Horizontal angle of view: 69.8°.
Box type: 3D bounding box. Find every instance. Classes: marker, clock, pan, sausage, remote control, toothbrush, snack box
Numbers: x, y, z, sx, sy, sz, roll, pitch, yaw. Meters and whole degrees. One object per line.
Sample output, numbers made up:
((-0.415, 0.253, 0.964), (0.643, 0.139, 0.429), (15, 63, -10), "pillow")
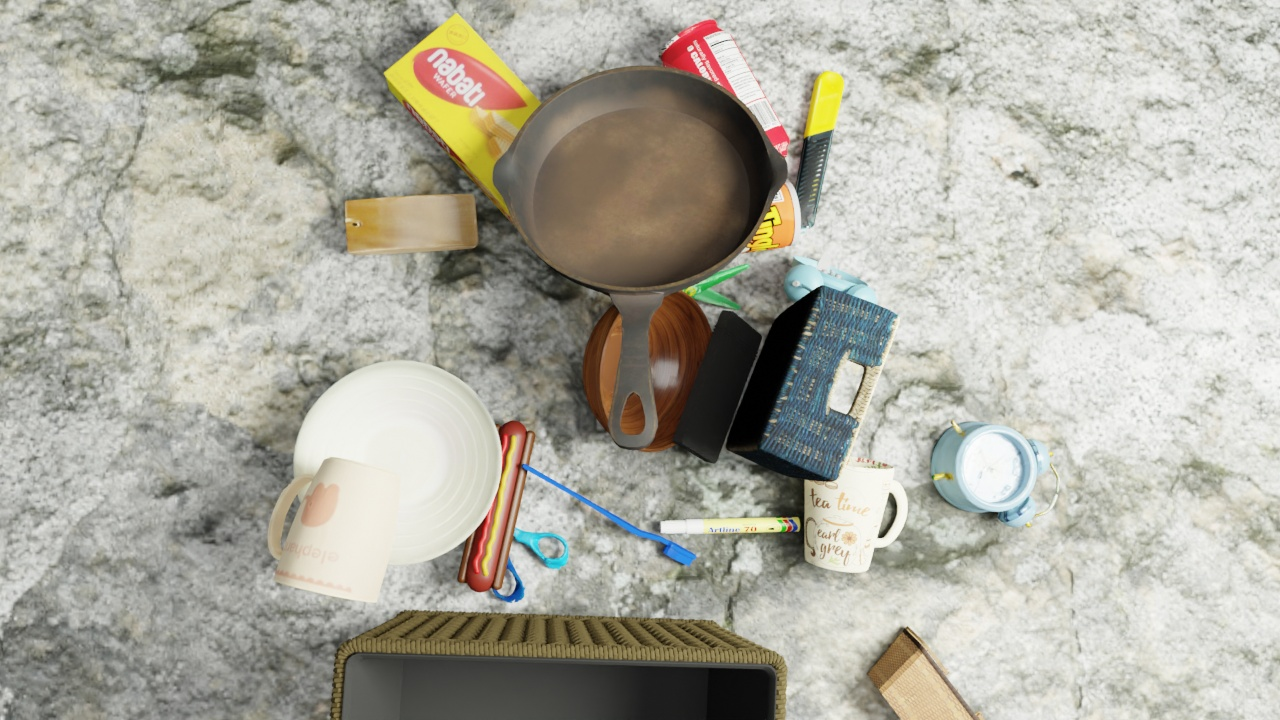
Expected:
((0.084, 0.156, 0.867), (0.132, 0.014, 0.014), (0, 86, -6), "marker")
((0.173, -0.067, 0.838), (0.087, 0.123, 0.042), (19, 106, -5), "clock")
((-0.002, -0.092, 0.766), (0.249, 0.043, 0.355), (0, 66, 3), "pan")
((-0.129, 0.130, 0.825), (0.040, 0.040, 0.155), (12, 77, -5), "sausage")
((0.072, 0.024, 0.851), (0.058, 0.013, 0.133), (35, 72, -43), "remote control")
((-0.029, 0.142, 0.840), (0.186, 0.016, 0.011), (30, 90, -14), "toothbrush")
((0.342, 0.107, 0.879), (0.124, 0.052, 0.088), (22, 82, -4), "clock")
((-0.136, -0.216, 0.855), (0.092, 0.042, 0.200), (-43, 92, -9), "snack box")

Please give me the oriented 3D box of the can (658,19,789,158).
((0.079, -0.240, 0.863), (0.074, 0.074, 0.142), (-29, 90, -8), "can")

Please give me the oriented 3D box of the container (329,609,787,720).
((-0.067, 0.298, 0.743), (0.321, 0.205, 0.176), (4, 85, -6), "container")

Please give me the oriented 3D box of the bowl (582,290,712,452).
((-0.005, 0.005, 0.831), (0.147, 0.069, 0.147), (-8, 102, -44), "bowl")

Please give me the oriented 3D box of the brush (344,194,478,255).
((-0.209, -0.123, 0.842), (0.117, 0.039, 0.049), (-5, 86, -6), "brush")

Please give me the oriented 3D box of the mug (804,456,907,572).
((0.205, 0.143, 0.861), (0.121, 0.081, 0.097), (5, 93, -32), "mug")

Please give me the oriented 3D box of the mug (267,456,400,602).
((-0.252, 0.133, 0.746), (0.112, 0.085, 0.104), (8, 74, 23), "mug")

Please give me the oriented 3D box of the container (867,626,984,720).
((0.267, 0.316, 0.854), (0.061, 0.063, 0.114), (-37, 91, 0), "container")

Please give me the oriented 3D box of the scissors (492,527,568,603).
((-0.136, 0.162, 0.843), (0.135, 0.015, 0.086), (43, 82, 0), "scissors")

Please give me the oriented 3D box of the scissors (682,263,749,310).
((0.041, -0.060, 0.861), (0.128, 0.012, 0.120), (20, 121, -30), "scissors")

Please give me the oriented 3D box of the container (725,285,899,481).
((0.140, 0.024, 0.795), (0.071, 0.187, 0.145), (22, 84, -1), "container")

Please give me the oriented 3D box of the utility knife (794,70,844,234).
((0.170, -0.200, 0.899), (0.029, 0.020, 0.171), (13, 84, -4), "utility knife")

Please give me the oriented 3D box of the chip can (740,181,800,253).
((0.039, -0.124, 0.857), (0.210, 0.062, 0.062), (-8, 87, -7), "chip can")

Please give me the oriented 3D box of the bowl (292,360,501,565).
((-0.212, 0.090, 0.818), (0.176, 0.058, 0.176), (0, 86, -7), "bowl")
